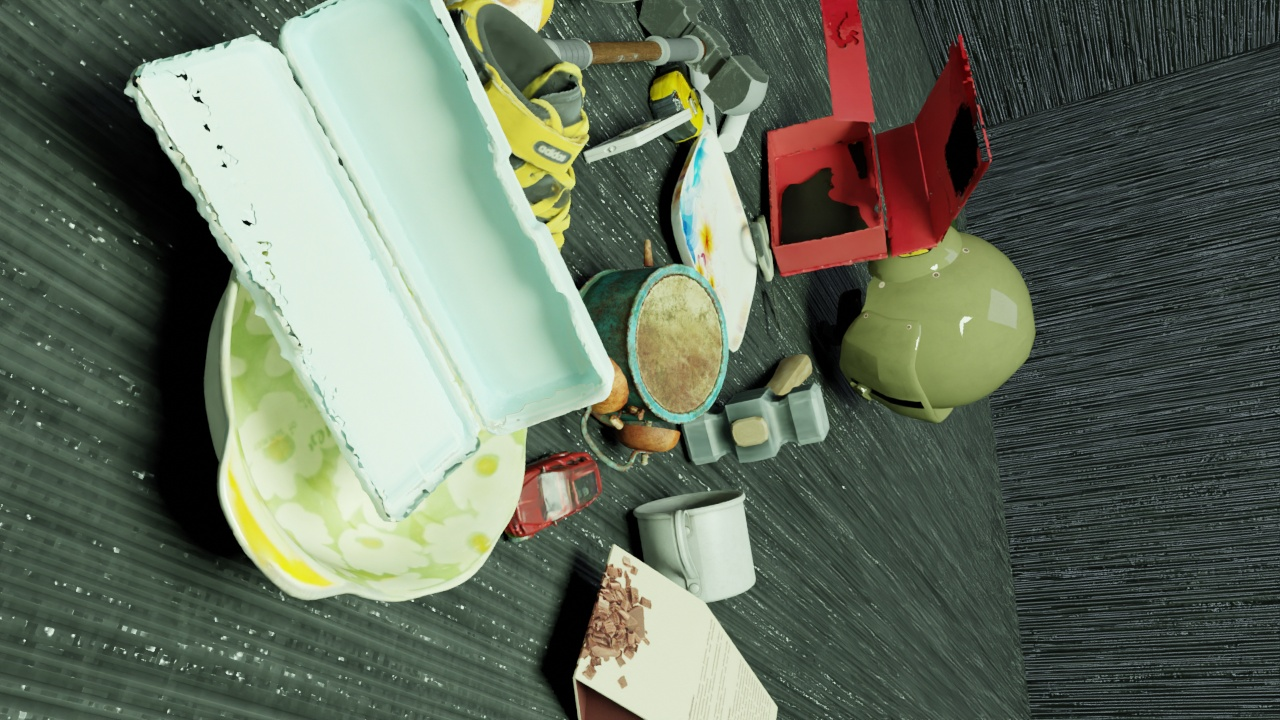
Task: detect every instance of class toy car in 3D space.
[{"bbox_3d":[-0.057,0.082,0.572,0.091,0.036,0.042,-14,93,-58],"label":"toy car"}]

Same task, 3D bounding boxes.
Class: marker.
[{"bbox_3d":[0.111,-0.283,1.060,0.023,0.027,0.132,60,34,-31],"label":"marker"}]

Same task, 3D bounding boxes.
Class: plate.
[{"bbox_3d":[0.074,-0.120,0.916,0.186,0.016,0.187,-70,144,-46],"label":"plate"}]

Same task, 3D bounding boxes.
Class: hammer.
[{"bbox_3d":[0.135,0.033,0.908,0.322,0.117,0.051,-30,106,-71],"label":"hammer"},{"bbox_3d":[-0.005,-0.260,0.771,0.156,0.043,0.321,49,34,6],"label":"hammer"}]

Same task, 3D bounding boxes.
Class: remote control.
[{"bbox_3d":[0.000,-0.192,0.777,0.135,0.050,0.011,-47,121,-58],"label":"remote control"},{"bbox_3d":[0.069,-0.256,0.985,0.045,0.008,0.146,16,66,-60],"label":"remote control"}]

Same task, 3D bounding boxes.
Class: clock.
[{"bbox_3d":[-0.004,0.004,0.667,0.121,0.073,0.157,48,55,-37],"label":"clock"}]

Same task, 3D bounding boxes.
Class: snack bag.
[{"bbox_3d":[0.017,0.224,0.615,0.206,0.070,0.094,59,33,-33],"label":"snack bag"}]

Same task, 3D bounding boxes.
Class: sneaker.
[{"bbox_3d":[-0.069,-0.090,0.523,0.239,0.122,0.085,61,33,-28],"label":"sneaker"}]

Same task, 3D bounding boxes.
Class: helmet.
[{"bbox_3d":[0.348,-0.045,1.138,0.250,0.256,0.232,48,36,-45],"label":"helmet"}]

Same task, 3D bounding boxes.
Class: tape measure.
[{"bbox_3d":[0.038,-0.246,0.888,0.065,0.037,0.064,59,32,-32],"label":"tape measure"}]

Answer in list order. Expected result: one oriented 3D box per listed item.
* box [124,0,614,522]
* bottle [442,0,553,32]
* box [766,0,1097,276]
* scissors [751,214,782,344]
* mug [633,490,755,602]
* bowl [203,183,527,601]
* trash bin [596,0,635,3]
[{"bbox_3d":[-0.097,-0.045,0.375,0.122,0.078,0.197,-41,115,-39],"label":"box"},{"bbox_3d":[-0.097,-0.222,0.588,0.063,0.063,0.108,58,32,-33],"label":"bottle"},{"bbox_3d":[0.320,-0.239,1.052,0.124,0.379,0.211,36,44,-37],"label":"box"},{"bbox_3d":[0.145,-0.103,1.047,0.170,0.013,0.157,66,20,-48],"label":"scissors"},{"bbox_3d":[0.038,0.137,0.669,0.113,0.084,0.070,-5,86,-79],"label":"mug"},{"bbox_3d":[-0.130,0.017,0.427,0.188,0.060,0.218,65,30,-25],"label":"bowl"},{"bbox_3d":[-0.003,-0.393,0.745,0.156,0.157,0.182,59,35,-32],"label":"trash bin"}]
